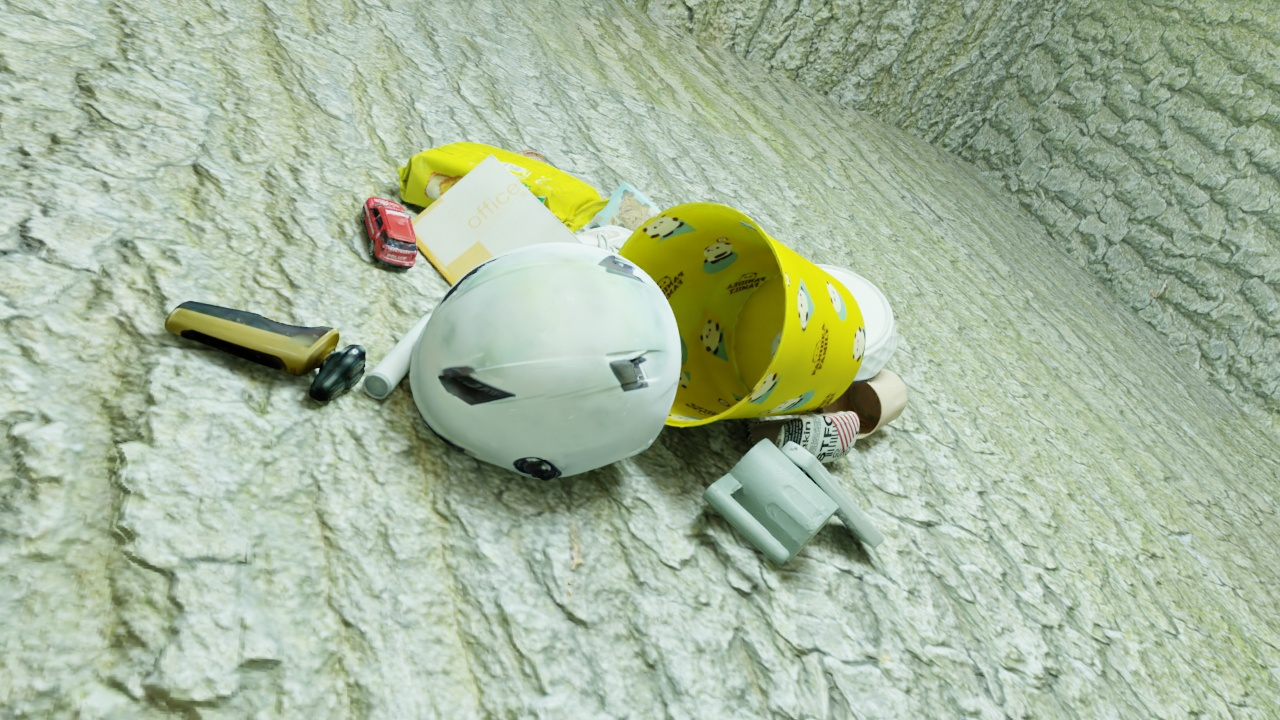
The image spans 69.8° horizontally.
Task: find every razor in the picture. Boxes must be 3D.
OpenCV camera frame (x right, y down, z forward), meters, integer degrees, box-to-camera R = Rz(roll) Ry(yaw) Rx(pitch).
[{"bbox_3d":[-0.327,-0.012,0.803,0.167,0.062,0.067,18,62,-12],"label":"razor"}]

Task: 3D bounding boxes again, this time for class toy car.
[{"bbox_3d":[-0.288,-0.153,1.062,0.052,0.045,0.120,10,33,-36],"label":"toy car"}]

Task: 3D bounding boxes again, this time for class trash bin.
[{"bbox_3d":[0.118,-0.037,1.028,0.254,0.230,0.229,9,34,-54],"label":"trash bin"}]

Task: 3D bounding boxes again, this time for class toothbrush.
[{"bbox_3d":[-0.224,-0.025,0.936,0.027,0.026,0.220,38,27,-10],"label":"toothbrush"}]

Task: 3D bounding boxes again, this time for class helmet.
[{"bbox_3d":[-0.078,-0.015,0.847,0.258,0.146,0.228,1,65,-15],"label":"helmet"}]

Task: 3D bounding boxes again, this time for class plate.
[{"bbox_3d":[0.245,-0.057,1.230,0.205,0.046,0.204,1,47,-1],"label":"plate"}]

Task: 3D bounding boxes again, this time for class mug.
[{"bbox_3d":[0.130,0.150,0.933,0.103,0.084,0.123,42,31,16],"label":"mug"},{"bbox_3d":[0.290,0.051,1.256,0.125,0.084,0.103,16,17,33],"label":"mug"}]

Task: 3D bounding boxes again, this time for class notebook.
[{"bbox_3d":[-0.170,-0.139,1.075,0.206,0.146,0.010,46,-6,26],"label":"notebook"}]

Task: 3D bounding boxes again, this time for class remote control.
[{"bbox_3d":[0.207,0.147,0.998,0.150,0.021,0.058,47,-5,-22],"label":"remote control"}]

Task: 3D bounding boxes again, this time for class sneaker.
[{"bbox_3d":[-0.044,-0.132,1.184,0.241,0.091,0.089,-16,98,-50],"label":"sneaker"}]

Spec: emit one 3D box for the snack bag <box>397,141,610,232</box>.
[{"bbox_3d":[-0.179,-0.225,1.194,0.246,0.068,0.157,19,25,13],"label":"snack bag"}]

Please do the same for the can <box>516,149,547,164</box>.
[{"bbox_3d":[-0.157,-0.257,1.334,0.058,0.059,0.116,15,33,-26],"label":"can"}]

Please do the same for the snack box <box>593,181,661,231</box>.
[{"bbox_3d":[0.015,-0.180,1.344,0.175,0.074,0.051,46,13,26],"label":"snack box"}]

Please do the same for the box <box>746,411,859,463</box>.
[{"bbox_3d":[0.191,0.092,1.110,0.087,0.076,0.162,17,15,41],"label":"box"}]
